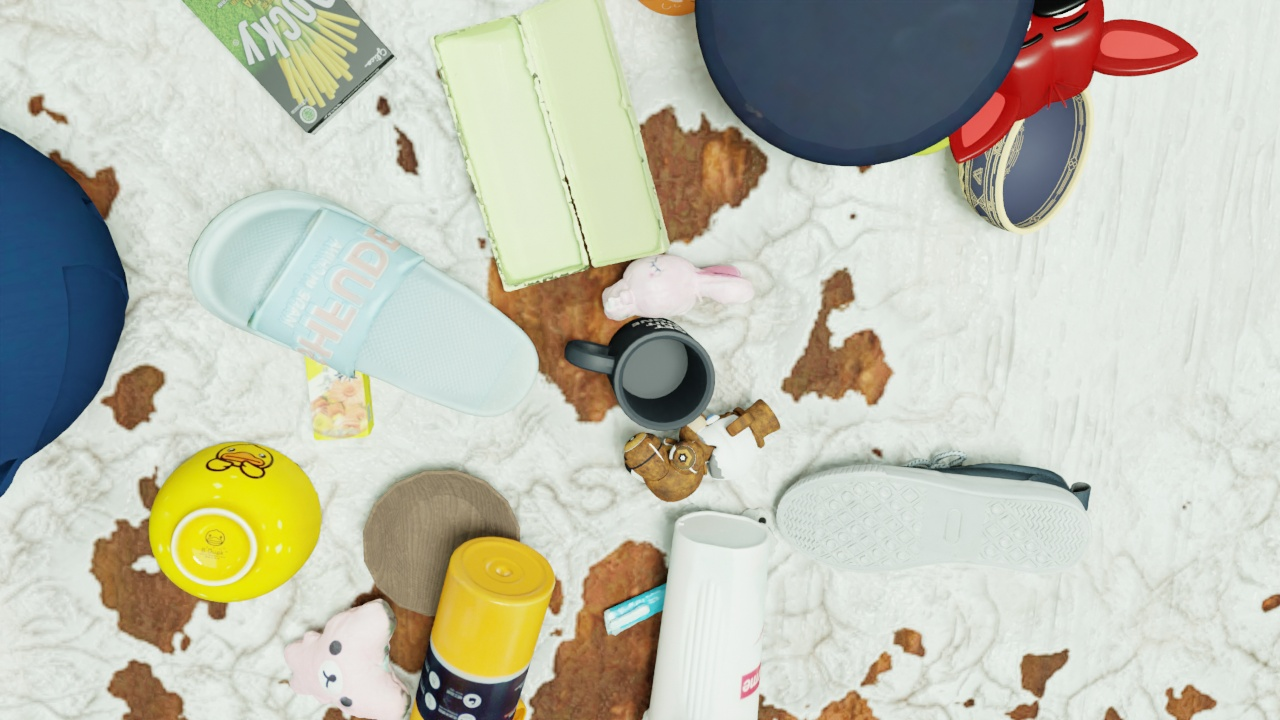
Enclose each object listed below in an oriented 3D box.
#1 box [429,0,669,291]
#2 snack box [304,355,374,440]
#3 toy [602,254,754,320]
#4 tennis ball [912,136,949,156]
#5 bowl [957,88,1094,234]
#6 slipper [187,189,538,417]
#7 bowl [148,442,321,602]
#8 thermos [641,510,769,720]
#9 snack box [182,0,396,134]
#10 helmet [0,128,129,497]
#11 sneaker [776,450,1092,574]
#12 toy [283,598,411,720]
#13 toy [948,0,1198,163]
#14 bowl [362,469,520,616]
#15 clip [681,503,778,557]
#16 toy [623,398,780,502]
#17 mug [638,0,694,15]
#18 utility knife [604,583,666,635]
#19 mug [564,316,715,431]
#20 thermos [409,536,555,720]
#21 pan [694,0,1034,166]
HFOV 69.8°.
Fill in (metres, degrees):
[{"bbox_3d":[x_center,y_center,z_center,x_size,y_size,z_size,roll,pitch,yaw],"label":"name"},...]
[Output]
[{"bbox_3d":[-0.062,-0.153,0.649,0.141,0.047,0.188,-13,102,20],"label":"box"},{"bbox_3d":[-0.222,-0.017,0.665,0.040,0.029,0.148,-4,101,-7],"label":"snack box"},{"bbox_3d":[0.026,-0.055,0.670,0.110,0.063,0.047,-4,100,-9],"label":"toy"},{"bbox_3d":[0.203,-0.182,0.665,0.065,0.065,0.065,-1,101,-7],"label":"tennis ball"},{"bbox_3d":[0.272,-0.155,0.675,0.112,0.061,0.113,-19,123,-32],"label":"bowl"},{"bbox_3d":[-0.172,-0.032,0.621,0.245,0.074,0.104,29,86,-27],"label":"slipper"},{"bbox_3d":[-0.297,0.123,0.663,0.117,0.067,0.117,-1,101,-7],"label":"bowl"},{"bbox_3d":[0.052,0.232,0.704,0.099,0.099,0.220,2,104,-7],"label":"thermos"},{"bbox_3d":[-0.248,-0.238,0.621,0.080,0.025,0.147,-42,102,2],"label":"snack box"},{"bbox_3d":[-0.436,-0.028,0.550,0.232,0.222,0.273,44,122,-2],"label":"helmet"},{"bbox_3d":[0.228,0.113,0.718,0.236,0.087,0.089,2,110,15],"label":"sneaker"},{"bbox_3d":[-0.227,0.233,0.702,0.096,0.052,0.099,-6,98,7],"label":"toy"},{"bbox_3d":[0.234,-0.239,0.598,0.158,0.120,0.197,-23,64,6],"label":"toy"},{"bbox_3d":[-0.150,0.135,0.701,0.118,0.030,0.118,-1,102,-7],"label":"bowl"},{"bbox_3d":[0.084,0.144,0.735,0.054,0.040,0.101,-36,98,14],"label":"clip"},{"bbox_3d":[0.047,0.065,0.687,0.112,0.087,0.067,-33,80,-7],"label":"toy"},{"bbox_3d":[0.045,-0.287,0.611,0.112,0.096,0.077,-29,103,-1],"label":"mug"},{"bbox_3d":[0.027,0.189,0.742,0.123,0.015,0.022,-23,107,-5],"label":"utility knife"},{"bbox_3d":[-0.004,0.004,0.669,0.105,0.077,0.071,13,99,-9],"label":"mug"},{"bbox_3d":[-0.120,0.249,0.686,0.091,0.076,0.233,11,112,-15],"label":"thermos"},{"bbox_3d":[0.177,-0.277,0.523,0.199,0.021,0.357,37,107,-2],"label":"pan"}]
